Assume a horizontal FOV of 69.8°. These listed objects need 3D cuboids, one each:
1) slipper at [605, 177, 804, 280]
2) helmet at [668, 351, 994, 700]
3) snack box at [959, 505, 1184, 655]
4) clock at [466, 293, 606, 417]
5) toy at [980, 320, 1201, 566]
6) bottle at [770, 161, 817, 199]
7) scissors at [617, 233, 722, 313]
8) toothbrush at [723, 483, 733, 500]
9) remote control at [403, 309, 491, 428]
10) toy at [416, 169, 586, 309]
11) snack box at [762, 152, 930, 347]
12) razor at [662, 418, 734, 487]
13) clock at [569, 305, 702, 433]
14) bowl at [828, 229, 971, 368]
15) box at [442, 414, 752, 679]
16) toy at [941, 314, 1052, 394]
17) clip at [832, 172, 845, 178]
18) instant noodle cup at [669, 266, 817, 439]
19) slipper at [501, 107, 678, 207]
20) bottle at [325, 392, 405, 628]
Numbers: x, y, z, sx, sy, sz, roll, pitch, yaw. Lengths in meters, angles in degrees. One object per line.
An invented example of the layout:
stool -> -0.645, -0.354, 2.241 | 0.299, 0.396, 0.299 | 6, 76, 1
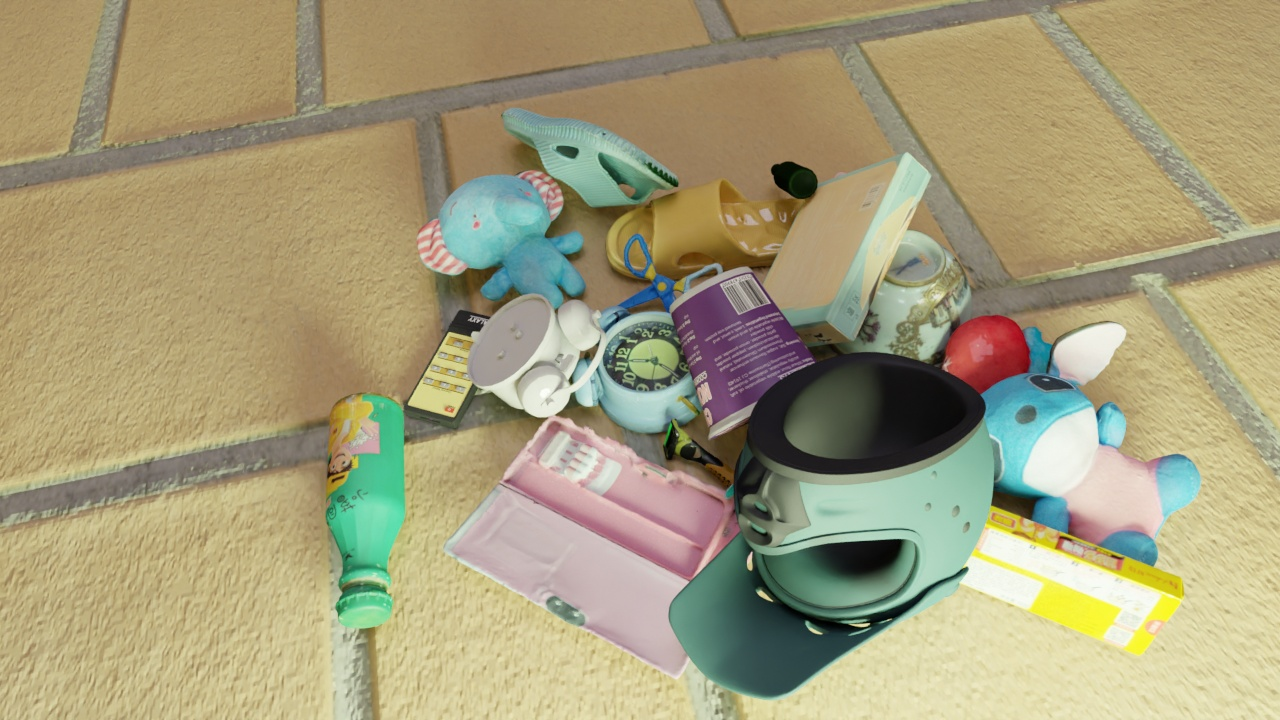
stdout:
slipper -> 0.092, -0.151, 0.998 | 0.263, 0.078, 0.099 | -3, 52, -2
helmet -> 0.152, 0.124, 0.706 | 0.274, 0.200, 0.176 | -21, 37, -39
snack box -> 0.341, 0.176, 0.739 | 0.152, 0.075, 0.025 | 21, 41, 17
clock -> -0.097, -0.007, 0.866 | 0.159, 0.061, 0.119 | 3, 60, 45
toy -> 0.379, 0.081, 0.796 | 0.191, 0.099, 0.223 | 39, 75, 21
bottle -> 0.162, -0.200, 1.000 | 0.033, 0.033, 0.123 | -7, 19, -3
scissors -> 0.025, -0.079, 0.958 | 0.127, 0.013, 0.125 | -24, 82, 18
toothbrush -> 0.131, 0.069, 0.846 | 0.018, 0.019, 0.187 | 38, 53, 14
remote control -> -0.185, 0.006, 0.933 | 0.058, 0.013, 0.133 | 13, 55, 12
toy -> -0.135, -0.132, 0.981 | 0.183, 0.115, 0.180 | -35, 69, -29
snack box -> 0.185, -0.102, 0.895 | 0.044, 0.142, 0.193 | 34, 72, -21
razor -> 0.079, 0.108, 0.832 | 0.144, 0.044, 0.021 | 37, 51, 20
clock -> -0.005, 0.005, 0.897 | 0.162, 0.060, 0.117 | 9, 56, 14
bowl -> 0.260, -0.074, 0.920 | 0.160, 0.094, 0.159 | -1, 54, 2
box -> -0.028, 0.155, 0.798 | 0.233, 0.040, 0.178 | 25, 54, 19
toy -> 0.350, 0.004, 0.880 | 0.133, 0.062, 0.092 | 7, 84, -14
clip -> 0.217, -0.197, 1.052 | 0.059, 0.045, 0.023 | -13, 49, -24
instant noodle cup -> 0.093, -0.012, 0.823 | 0.136, 0.122, 0.122 | -16, 77, -48
slipper -> -0.074, -0.227, 1.037 | 0.276, 0.116, 0.069 | 28, 89, 43
bottle -> -0.242, 0.129, 0.809 | 0.068, 0.068, 0.209 | -9, 53, -4
